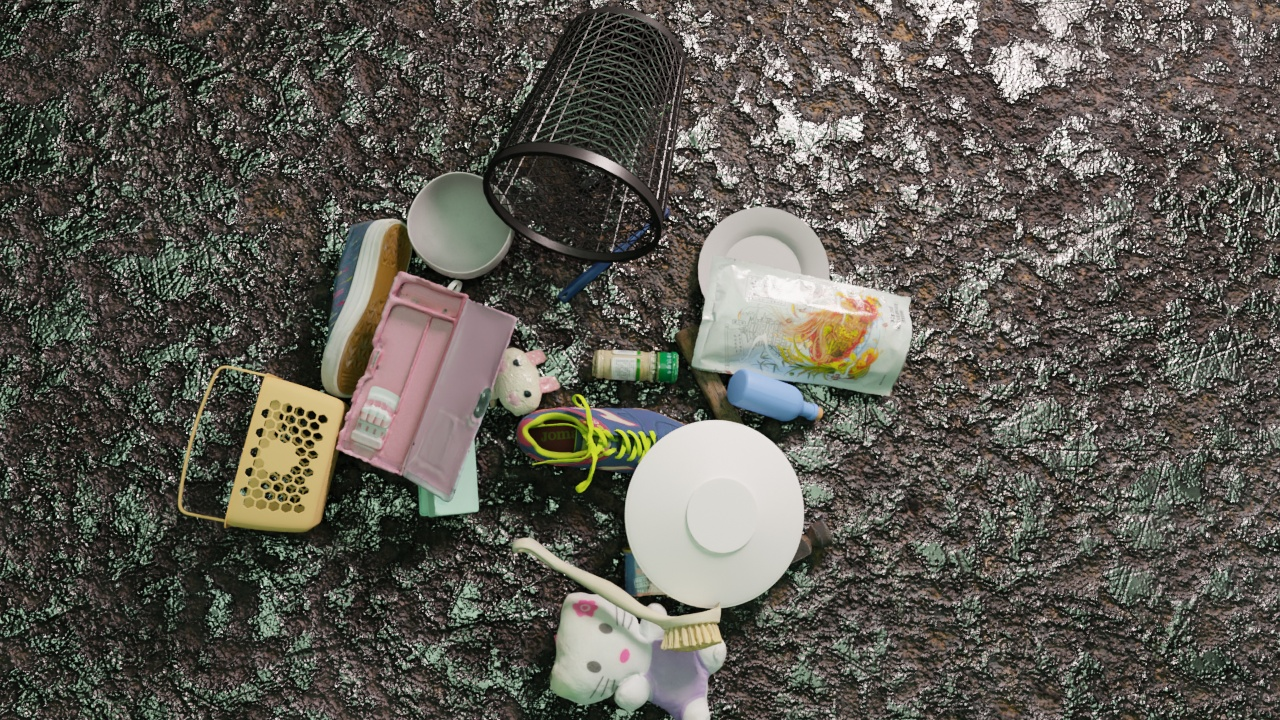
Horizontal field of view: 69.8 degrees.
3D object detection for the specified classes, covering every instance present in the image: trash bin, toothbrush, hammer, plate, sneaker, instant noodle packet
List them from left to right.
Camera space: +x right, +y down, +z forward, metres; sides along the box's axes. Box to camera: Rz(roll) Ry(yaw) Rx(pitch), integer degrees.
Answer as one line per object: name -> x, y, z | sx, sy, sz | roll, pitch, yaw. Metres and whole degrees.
sneaker -> -0.359, -0.069, 1.165 | 0.079, 0.087, 0.235 | 10, 81, 26
trash bin -> -0.050, -0.281, 1.123 | 0.217, 0.217, 0.242 | 16, 67, -1
sneaker -> -0.034, 0.108, 1.141 | 0.242, 0.091, 0.116 | 5, 80, -3
toothbrush -> -0.034, -0.141, 1.209 | 0.190, 0.017, 0.016 | -41, 86, -7
toothbrush -> -0.013, -0.293, 1.231 | 0.017, 0.014, 0.188 | 42, 83, 11
plate -> 0.096, 0.187, 1.116 | 0.229, 0.030, 0.229 | 1, 85, -12
hammer -> 0.121, 0.110, 1.180 | 0.120, 0.033, 0.330 | -26, 84, -4
plate -> 0.162, -0.116, 1.214 | 0.173, 0.019, 0.172 | 0, 83, -3
instant noodle packet -> 0.209, -0.039, 1.172 | 0.269, 0.057, 0.147 | 9, 94, -9

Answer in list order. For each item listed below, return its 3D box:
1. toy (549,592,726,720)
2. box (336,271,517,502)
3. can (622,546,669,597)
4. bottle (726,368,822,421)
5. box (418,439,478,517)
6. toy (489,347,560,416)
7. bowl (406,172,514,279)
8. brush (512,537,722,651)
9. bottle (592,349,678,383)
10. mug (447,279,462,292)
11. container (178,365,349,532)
toy -> -0.007, 0.362, 1.115 | 0.209, 0.086, 0.137 | 19, 69, -2
box -> -0.249, 0.030, 1.088 | 0.180, 0.055, 0.233 | 23, 93, 16
can -> 0.028, 0.262, 1.145 | 0.100, 0.054, 0.059 | -2, 84, -3
bottle -> 0.176, 0.051, 1.170 | 0.131, 0.048, 0.048 | 19, 82, -24
box -> -0.255, 0.104, 1.165 | 0.077, 0.079, 0.188 | 0, 81, -43
toy -> -0.160, 0.028, 1.170 | 0.112, 0.050, 0.087 | -16, 84, -10
bowl -> -0.228, -0.169, 1.179 | 0.132, 0.064, 0.131 | 0, 83, -3
brush -> -0.027, 0.273, 1.081 | 0.272, 0.062, 0.077 | 23, 53, 2
bottle -> -0.007, 0.007, 1.180 | 0.110, 0.043, 0.042 | 2, 83, -1
mug -> -0.262, -0.051, 1.157 | 0.090, 0.076, 0.123 | 31, 83, 1
container -> -0.456, 0.109, 1.104 | 0.167, 0.129, 0.183 | 14, 83, -10
